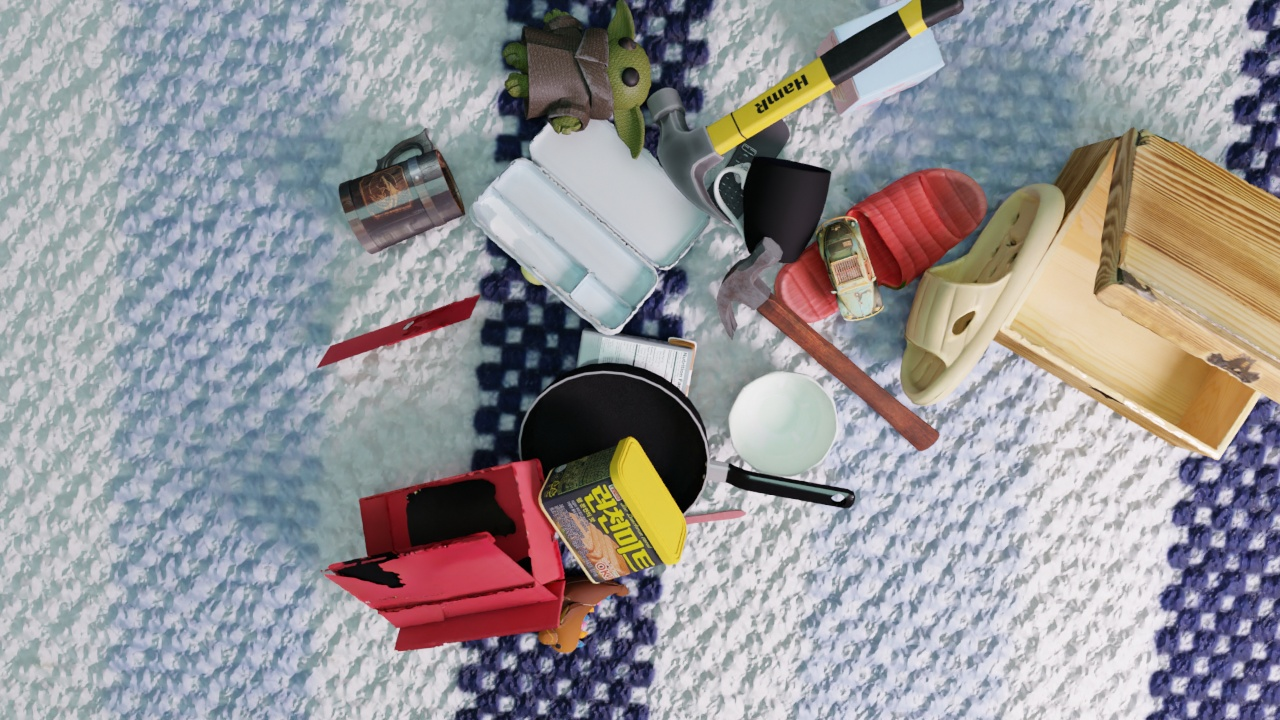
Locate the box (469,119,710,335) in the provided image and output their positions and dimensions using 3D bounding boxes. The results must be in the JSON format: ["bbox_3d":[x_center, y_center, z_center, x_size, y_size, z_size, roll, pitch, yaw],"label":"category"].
[{"bbox_3d":[-0.052,-0.155,0.984,0.209,0.038,0.189,39,75,-4],"label":"box"}]

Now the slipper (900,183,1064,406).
[{"bbox_3d":[0.334,-0.079,0.955,0.079,0.111,0.262,30,100,-13],"label":"slipper"}]

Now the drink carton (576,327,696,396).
[{"bbox_3d":[-0.006,0.006,1.003,0.125,0.048,0.076,10,96,-1],"label":"drink carton"}]

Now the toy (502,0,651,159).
[{"bbox_3d":[-0.064,-0.297,0.948,0.152,0.078,0.179,-3,78,-11],"label":"toy"}]

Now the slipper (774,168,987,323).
[{"bbox_3d":[0.259,-0.125,0.987,0.249,0.059,0.103,-31,95,4],"label":"slipper"}]

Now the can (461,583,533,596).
[{"bbox_3d":[-0.159,0.256,1.033,0.079,0.038,0.038,4,96,-1],"label":"can"}]

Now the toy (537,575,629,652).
[{"bbox_3d":[-0.064,0.288,1.040,0.103,0.070,0.090,1,110,-23],"label":"toy"}]

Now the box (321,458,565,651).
[{"bbox_3d":[-0.191,0.329,0.894,0.215,0.138,0.466,-14,64,23],"label":"box"}]

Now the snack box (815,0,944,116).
[{"bbox_3d":[0.244,-0.314,0.949,0.093,0.094,0.079,-22,95,2],"label":"snack box"}]

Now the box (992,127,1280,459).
[{"bbox_3d":[0.548,-0.076,0.895,0.279,0.264,0.269,30,93,-1],"label":"box"}]

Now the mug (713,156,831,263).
[{"bbox_3d":[0.133,-0.161,0.974,0.119,0.084,0.100,13,109,9],"label":"mug"}]

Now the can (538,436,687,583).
[{"bbox_3d":[-0.028,0.158,0.952,0.101,0.072,0.131,-22,112,23],"label":"can"}]

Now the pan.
[{"bbox_3d":[0.048,0.108,0.976,0.356,0.044,0.204,10,118,4],"label":"pan"}]

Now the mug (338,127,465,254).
[{"bbox_3d":[-0.256,-0.185,0.977,0.107,0.080,0.115,-21,69,1],"label":"mug"}]

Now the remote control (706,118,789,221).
[{"bbox_3d":[0.117,-0.213,1.001,0.046,0.009,0.124,32,95,-3],"label":"remote control"}]

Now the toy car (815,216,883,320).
[{"bbox_3d":[0.216,-0.092,0.950,0.047,0.047,0.112,-17,102,20],"label":"toy car"}]

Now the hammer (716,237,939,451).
[{"bbox_3d":[0.208,-0.001,0.996,0.300,0.028,0.111,39,130,-11],"label":"hammer"}]

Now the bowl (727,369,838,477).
[{"bbox_3d":[0.153,0.063,1.001,0.117,0.061,0.117,1,100,4],"label":"bowl"}]

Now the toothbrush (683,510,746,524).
[{"bbox_3d":[0.029,0.184,1.039,0.184,0.015,0.015,-6,102,-1],"label":"toothbrush"}]

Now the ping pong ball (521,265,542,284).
[{"bbox_3d":[-0.110,-0.102,0.997,0.040,0.040,0.040,0,96,0],"label":"ping pong ball"}]

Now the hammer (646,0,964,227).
[{"bbox_3d":[0.158,-0.263,0.899,0.325,0.034,0.169,-28,70,25],"label":"hammer"}]
